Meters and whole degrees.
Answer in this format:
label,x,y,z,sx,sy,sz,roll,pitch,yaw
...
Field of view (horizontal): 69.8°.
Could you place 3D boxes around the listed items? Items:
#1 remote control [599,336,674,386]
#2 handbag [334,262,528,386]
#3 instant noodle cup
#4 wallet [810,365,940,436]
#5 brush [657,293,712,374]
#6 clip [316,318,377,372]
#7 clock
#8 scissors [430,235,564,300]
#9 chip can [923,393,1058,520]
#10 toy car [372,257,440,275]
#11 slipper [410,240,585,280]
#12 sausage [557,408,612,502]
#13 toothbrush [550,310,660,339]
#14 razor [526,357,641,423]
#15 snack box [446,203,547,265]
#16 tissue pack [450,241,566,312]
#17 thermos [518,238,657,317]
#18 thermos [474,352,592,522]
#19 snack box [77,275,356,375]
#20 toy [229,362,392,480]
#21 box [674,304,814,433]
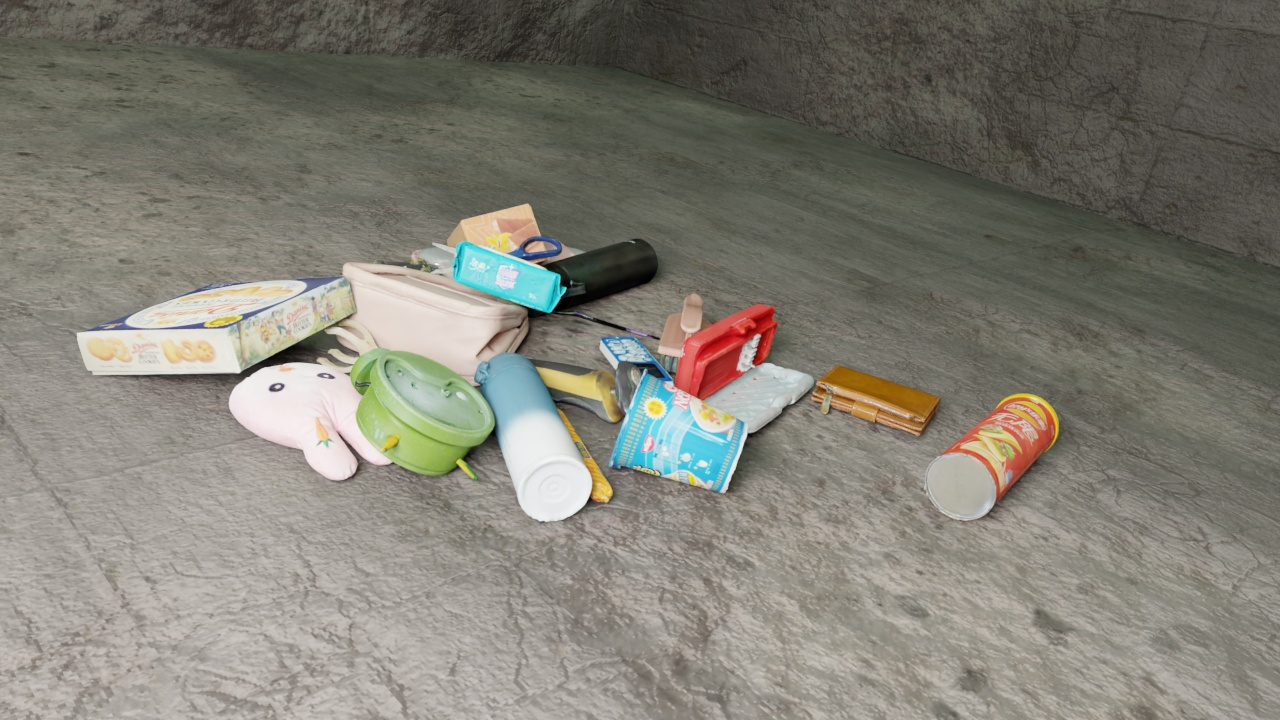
label,x,y,z,sx,sy,sz,roll,pitch,yaw
remote control,-0.006,0.006,1.058,0.049,0.024,0.125,-1,25,-23
handbag,-0.217,-0.057,1.061,0.193,0.093,0.233,18,16,13
instant noodle cup,0.038,0.073,0.856,0.110,0.099,0.099,20,25,2
wallet,0.274,0.045,1.071,0.131,0.035,0.118,20,26,24
brush,0.059,-0.034,1.114,0.063,0.073,0.145,11,22,3
clip,-0.290,0.004,0.959,0.104,0.087,0.034,38,22,-7
clock,-0.198,0.039,0.821,0.116,0.056,0.161,25,19,-37
scissors,-0.164,-0.120,1.119,0.162,0.012,0.162,36,54,5
chip can,0.369,0.097,0.953,0.073,0.073,0.216,26,29,31
toy car,-0.304,-0.109,1.178,0.091,0.036,0.043,-1,27,-25
slipper,-0.187,-0.151,1.295,0.273,0.054,0.114,-4,28,-28
sausage,-0.061,0.087,0.862,0.021,0.021,0.165,-1,27,-25
toothbrush,-0.061,-0.053,1.142,0.189,0.017,0.014,15,6,-17
razor,-0.067,0.022,0.959,0.168,0.068,0.062,13,21,21
snack box,-0.186,-0.143,1.185,0.094,0.077,0.093,-19,0,-24
tissue pack,-0.149,-0.094,1.045,0.133,0.050,0.093,19,2,-12
thermos,-0.062,-0.110,1.237,0.090,0.068,0.241,10,21,33
thermos,-0.105,0.061,0.850,0.070,0.070,0.220,0,26,-21
snack box,-0.410,-0.037,0.907,0.178,0.046,0.182,-1,19,19
toy,-0.288,0.050,0.820,0.159,0.054,0.121,32,28,25
box,0.126,0.005,1.027,0.100,0.095,0.200,19,24,25
